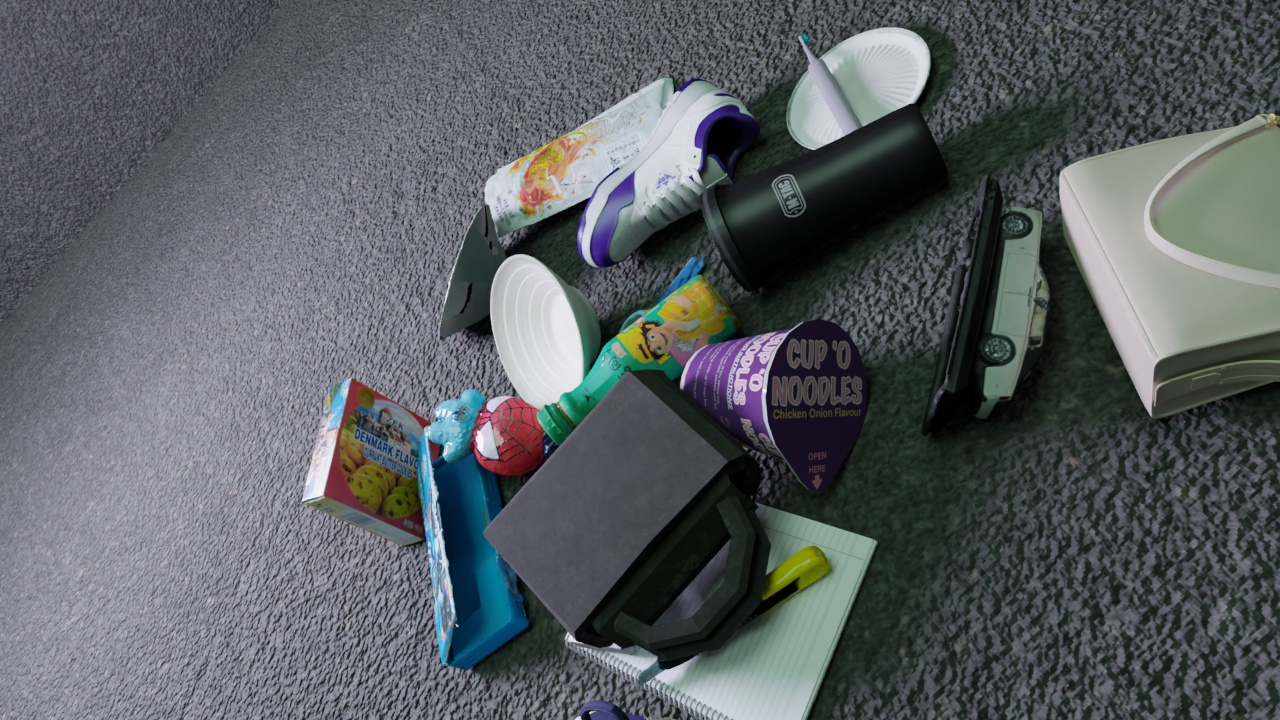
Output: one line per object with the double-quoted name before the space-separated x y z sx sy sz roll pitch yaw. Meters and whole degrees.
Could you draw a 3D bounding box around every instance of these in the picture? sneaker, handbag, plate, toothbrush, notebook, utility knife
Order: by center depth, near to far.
"handbag" 0.408 -0.075 0.604 0.198 0.101 0.194 -17 52 16
"utility knife" 0.068 0.205 0.721 0.188 0.029 0.020 -38 43 13
"handbag" 0.015 0.140 0.737 0.197 0.102 0.199 -48 55 1
"notebook" 0.056 0.198 0.766 0.246 0.013 0.177 11 69 44
"plate" 0.222 -0.276 0.941 0.157 0.014 0.156 -21 50 28
"toothbrush" 0.193 -0.285 0.946 0.019 0.018 0.187 -30 47 19
"sneaker" 0.039 -0.187 0.991 0.111 0.092 0.244 34 87 38

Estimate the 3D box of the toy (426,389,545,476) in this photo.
"toy" -0.157 0.074 0.965 0.133 0.062 0.092 13 47 3

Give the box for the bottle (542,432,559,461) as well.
"bottle" -0.069 0.130 0.882 0.056 0.056 0.160 -34 38 17

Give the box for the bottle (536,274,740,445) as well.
"bottle" -0.005 0.005 0.883 0.210 0.068 0.068 -38 44 2

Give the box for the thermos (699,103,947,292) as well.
"thermos" 0.165 -0.153 0.850 0.219 0.106 0.105 -26 48 18

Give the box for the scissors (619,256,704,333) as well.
"scissors" 0.029 -0.055 0.959 0.130 0.022 0.070 -46 42 1

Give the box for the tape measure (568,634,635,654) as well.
"tape measure" -0.029 0.221 0.793 0.060 0.020 0.062 -5 57 37

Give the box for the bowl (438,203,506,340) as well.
"bowl" -0.189 -0.098 1.123 0.174 0.068 0.174 -163 92 -84

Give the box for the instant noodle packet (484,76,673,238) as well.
"instant noodle packet" -0.073 -0.257 1.154 0.270 0.057 0.146 -24 50 20

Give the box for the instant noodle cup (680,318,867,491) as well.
"instant noodle cup" 0.103 0.034 0.775 0.122 0.121 0.137 2 91 51

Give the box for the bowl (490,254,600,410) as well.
"bowl" -0.090 -0.031 0.977 0.177 0.057 0.177 27 125 45

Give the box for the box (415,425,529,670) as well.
"box" -0.193 0.179 0.934 0.092 0.085 0.243 -38 44 16

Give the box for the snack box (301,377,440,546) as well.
"snack box" -0.293 0.114 1.020 0.040 0.142 0.144 -19 52 30

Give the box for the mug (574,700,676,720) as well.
"mug" -0.023 0.300 0.695 0.089 0.112 0.085 -8 23 39

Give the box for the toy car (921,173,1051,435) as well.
"toy car" 0.271 -0.035 0.701 0.071 0.094 0.191 13 67 12
